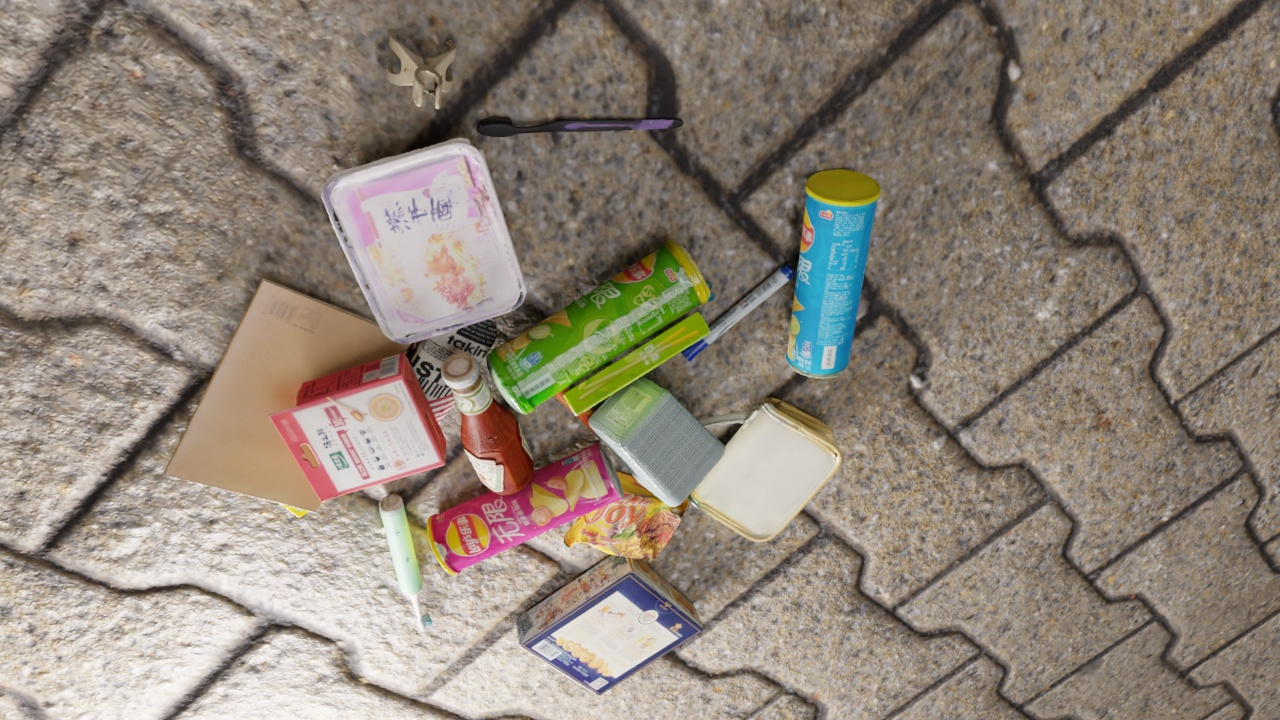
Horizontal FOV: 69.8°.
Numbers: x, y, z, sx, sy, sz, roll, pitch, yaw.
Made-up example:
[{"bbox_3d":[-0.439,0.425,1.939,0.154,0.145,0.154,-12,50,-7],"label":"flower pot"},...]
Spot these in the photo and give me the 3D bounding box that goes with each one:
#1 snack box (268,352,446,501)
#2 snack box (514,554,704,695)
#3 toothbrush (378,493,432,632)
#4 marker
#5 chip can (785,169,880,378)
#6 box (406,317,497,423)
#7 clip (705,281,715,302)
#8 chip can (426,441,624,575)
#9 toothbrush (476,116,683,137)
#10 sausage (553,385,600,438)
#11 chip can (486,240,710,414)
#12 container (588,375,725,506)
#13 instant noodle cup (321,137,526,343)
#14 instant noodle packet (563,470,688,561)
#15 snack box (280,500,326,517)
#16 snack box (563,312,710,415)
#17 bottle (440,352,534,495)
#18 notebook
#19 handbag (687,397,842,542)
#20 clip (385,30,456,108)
[{"bbox_3d":[-0.264,0.064,0.870,0.127,0.044,0.113,-16,124,-1],"label":"snack box"},{"bbox_3d":[-0.038,0.346,1.201,0.183,0.045,0.178,-35,128,9],"label":"snack box"},{"bbox_3d":[-0.269,0.242,1.062,0.027,0.026,0.225,-25,132,-28],"label":"toothbrush"},{"bbox_3d":[0.102,-0.050,0.972,0.146,0.017,0.017,-40,127,12],"label":"marker"},{"bbox_3d":[0.194,-0.085,0.942,0.071,0.071,0.211,-9,128,-12],"label":"chip can"},{"bbox_3d":[-0.199,0.013,0.897,0.071,0.060,0.165,8,123,-48],"label":"box"},{"bbox_3d":[0.048,-0.067,0.942,0.057,0.049,0.015,-11,129,-3],"label":"clip"},{"bbox_3d":[-0.126,0.163,1.018,0.210,0.071,0.071,-25,129,2],"label":"chip can"},{"bbox_3d":[-0.051,-0.209,0.811,0.188,0.016,0.014,-6,138,-17],"label":"toothbrush"},{"bbox_3d":[-0.058,0.058,0.997,0.021,0.021,0.165,-36,128,10],"label":"sausage"},{"bbox_3d":[-0.043,-0.031,0.888,0.221,0.072,0.072,-32,129,-3],"label":"chip can"},{"bbox_3d":[0.014,0.081,0.985,0.090,0.090,0.111,-48,125,-8],"label":"container"},{"bbox_3d":[-0.187,-0.110,0.808,0.138,0.060,0.174,-17,127,-5],"label":"instant noodle cup"},{"bbox_3d":[-0.016,0.189,1.095,0.128,0.044,0.111,18,114,-28],"label":"instant noodle packet"},{"bbox_3d":[-0.356,0.091,0.920,0.087,0.033,0.140,-32,127,7],"label":"snack box"},{"bbox_3d":[-0.005,0.005,0.925,0.156,0.086,0.026,-31,89,-5],"label":"snack box"},{"bbox_3d":[-0.154,0.065,0.918,0.059,0.059,0.206,-18,144,-5],"label":"bottle"},{"bbox_3d":[-0.330,0.040,0.867,0.149,0.012,0.212,24,103,-35],"label":"notebook"},{"bbox_3d":[0.124,0.113,1.082,0.178,0.063,0.164,31,112,-17],"label":"handbag"},{"bbox_3d":[-0.159,-0.225,0.718,0.094,0.102,0.035,-14,131,-40],"label":"clip"}]
